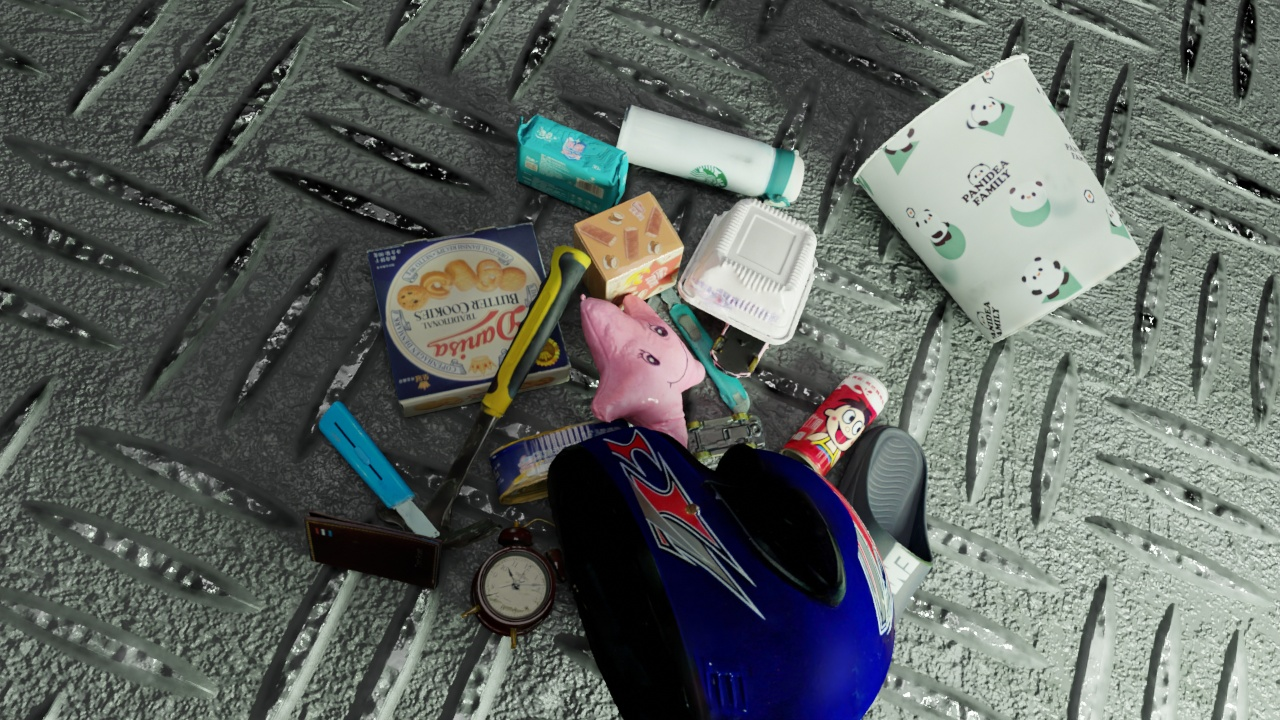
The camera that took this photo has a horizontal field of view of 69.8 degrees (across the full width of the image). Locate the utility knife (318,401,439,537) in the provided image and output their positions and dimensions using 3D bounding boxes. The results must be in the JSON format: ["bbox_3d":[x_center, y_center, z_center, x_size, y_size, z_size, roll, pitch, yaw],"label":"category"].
[{"bbox_3d":[-0.252,0.108,0.884,0.034,0.018,0.194,-42,61,-13],"label":"utility knife"}]

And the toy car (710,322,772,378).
[{"bbox_3d":[0.121,-0.031,1.029,0.056,0.037,0.122,30,64,7],"label":"toy car"}]

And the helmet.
[{"bbox_3d":[0.079,0.188,0.799,0.240,0.248,0.315,-12,54,-24],"label":"helmet"}]

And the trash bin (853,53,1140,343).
[{"bbox_3d":[0.410,-0.173,1.047,0.229,0.230,0.252,-30,82,-20],"label":"trash bin"}]

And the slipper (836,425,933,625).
[{"bbox_3d":[0.244,0.177,0.936,0.110,0.083,0.267,32,62,-13],"label":"slipper"}]

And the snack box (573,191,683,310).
[{"bbox_3d":[-0.015,-0.114,1.002,0.094,0.093,0.077,-26,72,-13],"label":"snack box"}]

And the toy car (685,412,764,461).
[{"bbox_3d":[0.086,0.084,0.980,0.090,0.035,0.042,-9,69,-8],"label":"toy car"}]

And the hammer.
[{"bbox_3d":[-0.134,0.034,0.894,0.126,0.032,0.323,22,79,29],"label":"hammer"}]

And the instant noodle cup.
[{"bbox_3d":[0.132,-0.111,1.023,0.138,0.060,0.173,27,48,2],"label":"instant noodle cup"}]

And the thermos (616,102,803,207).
[{"bbox_3d":[0.083,-0.240,1.091,0.224,0.073,0.073,15,67,-5],"label":"thermos"}]

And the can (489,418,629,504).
[{"bbox_3d":[-0.076,0.100,0.923,0.148,0.075,0.049,-14,69,-14],"label":"can"}]

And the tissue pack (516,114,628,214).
[{"bbox_3d":[-0.081,-0.220,1.038,0.133,0.093,0.050,23,70,-1],"label":"tissue pack"}]

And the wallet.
[{"bbox_3d":[-0.246,0.176,0.850,0.122,0.097,0.020,14,54,-5],"label":"wallet"}]

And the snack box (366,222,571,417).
[{"bbox_3d":[-0.182,-0.047,0.977,0.177,0.046,0.182,-13,71,-14],"label":"snack box"}]

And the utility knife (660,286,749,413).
[{"bbox_3d":[0.059,-0.031,1.032,0.029,0.013,0.223,-29,76,-17],"label":"utility knife"}]

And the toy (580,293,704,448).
[{"bbox_3d":[-0.005,0.005,0.926,0.178,0.075,0.194,46,34,-17],"label":"toy"}]

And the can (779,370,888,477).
[{"bbox_3d":[0.211,0.072,0.997,0.053,0.053,0.132,43,68,8],"label":"can"}]

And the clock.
[{"bbox_3d":[-0.115,0.209,0.882,0.082,0.055,0.121,31,65,3],"label":"clock"}]
